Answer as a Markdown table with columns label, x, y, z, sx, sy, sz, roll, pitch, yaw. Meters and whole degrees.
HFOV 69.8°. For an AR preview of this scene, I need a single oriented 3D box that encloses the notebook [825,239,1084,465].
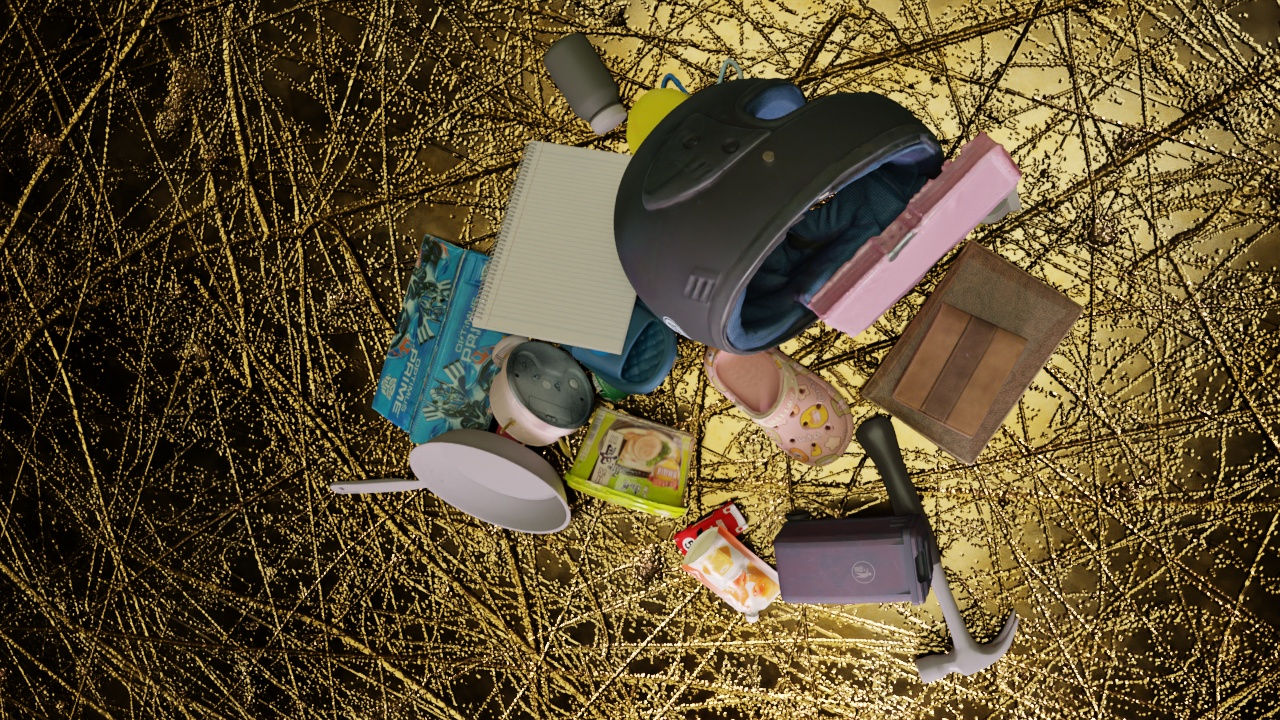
| label | x | y | z | sx | sy | sz | roll | pitch | yaw |
| --- | --- | --- | --- | --- | --- | --- | --- | --- | --- |
| notebook | 0.345 | -0.017 | 1.017 | 0.190 | 0.034 | 0.216 | 34 | 100 | 7 |

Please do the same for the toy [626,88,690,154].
| label | x | y | z | sx | sy | sz | roll | pitch | yaw |
| --- | --- | --- | --- | --- | --- | --- | --- | --- | --- |
| toy | 0.028 | -0.263 | 1.048 | 0.094 | 0.041 | 0.095 | -20 | 93 | 22 |

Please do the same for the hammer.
| label | x | y | z | sx | sy | sz | roll | pitch | yaw |
| --- | --- | --- | --- | --- | --- | --- | --- | --- | --- |
| hammer | 0.326 | 0.209 | 1.046 | 0.125 | 0.029 | 0.311 | -22 | 90 | 13 |

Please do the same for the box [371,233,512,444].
| label | x | y | z | sx | sy | sz | roll | pitch | yaw |
| --- | --- | --- | --- | --- | --- | --- | --- | --- | --- |
| box | -0.238 | -0.018 | 1.118 | 0.170 | 0.071 | 0.244 | 21 | 99 | 9 |

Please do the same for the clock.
| label | x | y | z | sx | sy | sz | roll | pitch | yaw |
| --- | --- | --- | --- | --- | --- | --- | --- | --- | --- |
| clock | -0.119 | 0.027 | 1.065 | 0.059 | 0.116 | 0.157 | -42 | 41 | 36 |

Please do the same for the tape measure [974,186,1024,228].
| label | x | y | z | sx | sy | sz | roll | pitch | yaw |
| --- | --- | --- | --- | --- | --- | --- | --- | --- | --- |
| tape measure | 0.379 | -0.181 | 1.004 | 0.065 | 0.016 | 0.064 | -15 | 92 | 12 |

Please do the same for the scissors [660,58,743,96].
| label | x | y | z | sx | sy | sz | roll | pitch | yaw |
| --- | --- | --- | --- | --- | --- | --- | --- | --- | --- |
| scissors | 0.080 | -0.292 | 1.058 | 0.127 | 0.015 | 0.125 | -40 | 87 | 17 |

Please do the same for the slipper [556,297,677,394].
| label | x | y | z | sx | sy | sz | roll | pitch | yaw |
| --- | --- | --- | --- | --- | --- | --- | --- | --- | --- |
| slipper | -0.046 | -0.041 | 1.051 | 0.214 | 0.059 | 0.103 | 31 | 85 | 32 |

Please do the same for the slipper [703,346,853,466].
| label | x | y | z | sx | sy | sz | roll | pitch | yaw |
| --- | --- | --- | --- | --- | --- | --- | --- | --- | --- |
| slipper | 0.156 | 0.040 | 1.039 | 0.197 | 0.081 | 0.093 | 42 | 100 | 7 |

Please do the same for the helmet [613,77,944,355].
| label | x | y | z | sx | sy | sz | roll | pitch | yaw |
| --- | --- | --- | --- | --- | --- | --- | --- | --- | --- |
| helmet | 0.115 | -0.172 | 0.946 | 0.316 | 0.249 | 0.236 | -44 | 58 | 9 |

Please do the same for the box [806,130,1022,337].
| label | x | y | z | sx | sy | sz | roll | pitch | yaw |
| --- | --- | --- | --- | --- | --- | --- | --- | --- | --- |
| box | 0.291 | -0.113 | 0.937 | 0.233 | 0.178 | 0.039 | -48 | 62 | 20 |

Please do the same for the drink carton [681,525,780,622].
| label | x | y | z | sx | sy | sz | roll | pitch | yaw |
| --- | --- | --- | --- | --- | --- | --- | --- | --- | --- |
| drink carton | 0.113 | 0.253 | 1.081 | 0.122 | 0.039 | 0.069 | 40 | 96 | -17 |

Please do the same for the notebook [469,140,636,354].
| label | x | y | z | sx | sy | sz | roll | pitch | yaw |
| --- | --- | --- | --- | --- | --- | --- | --- | --- | --- |
| notebook | -0.079 | -0.137 | 1.052 | 0.178 | 0.013 | 0.245 | 11 | 72 | 10 |

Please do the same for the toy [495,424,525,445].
| label | x | y | z | sx | sy | sz | roll | pitch | yaw |
| --- | --- | --- | --- | --- | --- | --- | --- | --- | --- |
| toy | -0.145 | 0.075 | 1.118 | 0.050 | 0.065 | 0.102 | 9 | 94 | -22 |

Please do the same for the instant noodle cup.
| label | x | y | z | sx | sy | sz | roll | pitch | yaw |
| --- | --- | --- | --- | --- | --- | --- | --- | --- | --- |
| instant noodle cup | -0.006 | 0.114 | 1.052 | 0.146 | 0.146 | 0.098 | 16 | 87 | 9 |

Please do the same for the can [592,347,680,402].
| label | x | y | z | sx | sy | sz | roll | pitch | yaw |
| --- | --- | --- | --- | --- | --- | --- | --- | --- | --- |
| can | -0.006 | 0.006 | 1.081 | 0.101 | 0.053 | 0.053 | -33 | 88 | 13 |

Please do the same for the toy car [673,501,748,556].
| label | x | y | z | sx | sy | sz | roll | pitch | yaw |
| --- | --- | --- | --- | --- | --- | --- | --- | --- | --- |
| toy car | 0.084 | 0.204 | 1.095 | 0.090 | 0.025 | 0.038 | -34 | 88 | 12 |

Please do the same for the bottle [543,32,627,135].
| label | x | y | z | sx | sy | sz | roll | pitch | yaw |
| --- | --- | --- | --- | --- | --- | --- | --- | --- | --- |
| bottle | -0.062 | -0.318 | 1.059 | 0.060 | 0.060 | 0.108 | -33 | 88 | 12 |

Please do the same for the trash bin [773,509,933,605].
| label | x | y | z | sx | sy | sz | roll | pitch | yaw |
| --- | --- | --- | --- | --- | --- | --- | --- | --- | --- |
| trash bin | 0.238 | 0.220 | 1.019 | 0.161 | 0.092 | 0.094 | -7 | 94 | 23 |

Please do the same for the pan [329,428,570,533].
| label | x | y | z | sx | sy | sz | roll | pitch | yaw |
| --- | --- | --- | --- | --- | --- | --- | --- | --- | --- |
| pan | -0.241 | 0.146 | 1.118 | 0.357 | 0.201 | 0.050 | -1 | 51 | 31 |

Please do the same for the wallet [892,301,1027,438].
| label | x | y | z | sx | sy | sz | roll | pitch | yaw |
| --- | --- | --- | --- | --- | --- | --- | --- | --- | --- |
| wallet | 0.342 | 0.010 | 0.989 | 0.099 | 0.027 | 0.121 | 26 | 100 | 7 |
